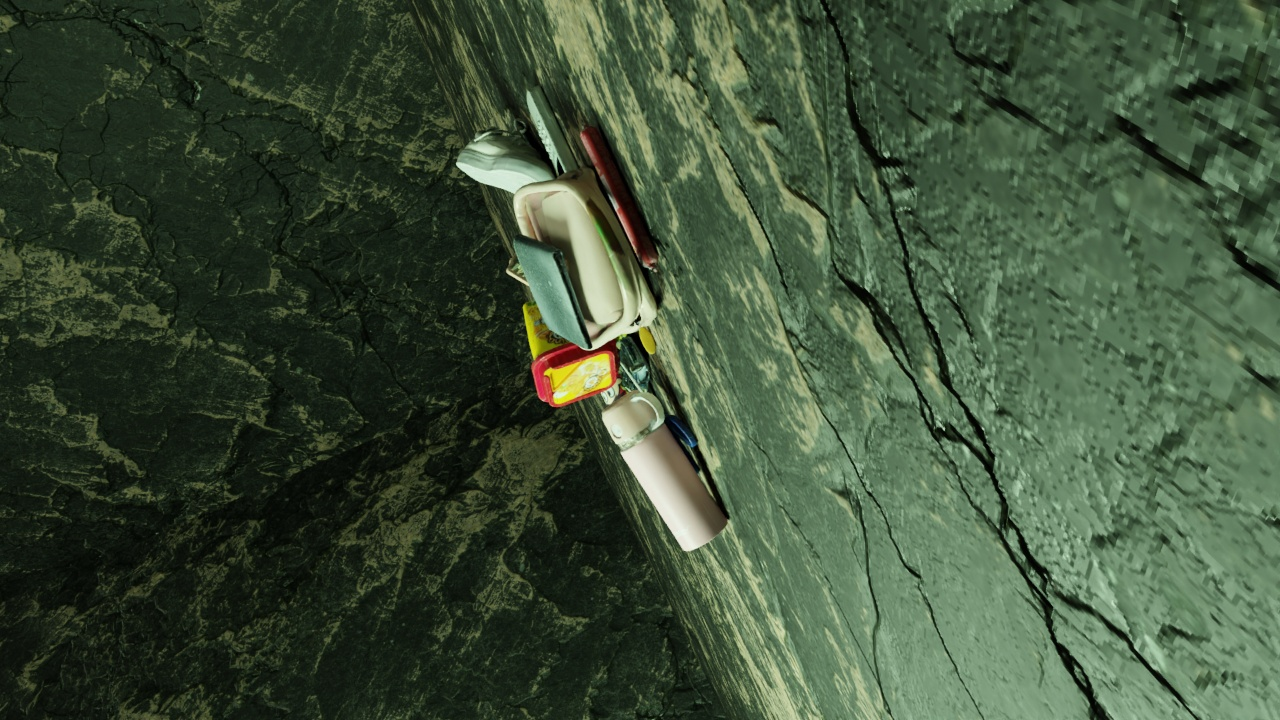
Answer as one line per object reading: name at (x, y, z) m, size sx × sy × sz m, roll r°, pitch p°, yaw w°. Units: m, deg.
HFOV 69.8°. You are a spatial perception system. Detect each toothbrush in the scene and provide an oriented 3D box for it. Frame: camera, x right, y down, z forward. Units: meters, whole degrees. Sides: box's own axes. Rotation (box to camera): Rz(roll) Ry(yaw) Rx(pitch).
toothbrush at (-0.024, -0.095, 1.068) m, size 0.018 × 0.016 × 0.191 m, roll -92°, pitch -23°, yaw -87°

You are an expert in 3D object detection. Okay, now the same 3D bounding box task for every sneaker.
sneaker at (-0.182, -0.298, 1.343) m, size 0.089 × 0.090 × 0.242 m, roll 34°, pitch 175°, yaw -39°

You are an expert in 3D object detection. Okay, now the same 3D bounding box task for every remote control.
remote control at (-0.098, -0.247, 1.082) m, size 0.058 × 0.021 × 0.150 m, roll 114°, pitch 132°, yaw -80°

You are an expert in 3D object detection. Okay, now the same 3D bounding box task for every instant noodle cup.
instant noodle cup at (-0.100, -0.022, 1.237) m, size 0.116 × 0.116 × 0.123 m, roll 86°, pitch 161°, yaw -56°

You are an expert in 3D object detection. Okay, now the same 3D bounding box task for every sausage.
sausage at (-0.019, -0.151, 0.850) m, size 0.020 × 0.020 × 0.156 m, roll 133°, pitch 112°, yaw -82°

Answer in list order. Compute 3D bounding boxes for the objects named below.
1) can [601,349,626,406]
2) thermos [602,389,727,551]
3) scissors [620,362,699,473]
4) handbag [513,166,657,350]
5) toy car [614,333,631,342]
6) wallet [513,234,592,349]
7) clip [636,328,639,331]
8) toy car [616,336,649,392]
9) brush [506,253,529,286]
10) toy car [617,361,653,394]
can at (-0.035, 0.044, 1.416) m, size 0.053 × 0.053 × 0.132 m, roll 88°, pitch 157°, yaw -71°
thermos at (0.033, 0.127, 1.104) m, size 0.087 × 0.067 × 0.198 m, roll -28°, pitch 94°, yaw 45°
scissors at (0.029, 0.076, 1.147) m, size 0.175 × 0.012 × 0.162 m, roll 59°, pitch 166°, yaw -16°
handbag at (-0.044, -0.108, 0.937) m, size 0.193 × 0.093 × 0.234 m, roll 66°, pitch 168°, yaw -9°
toy car at (-0.040, -0.057, 1.233) m, size 0.105 × 0.032 × 0.048 m, roll 59°, pitch 170°, yaw 32°
wallet at (-0.093, -0.073, 0.982) m, size 0.097 × 0.019 × 0.121 m, roll 30°, pitch 144°, yaw 55°
clip at (-0.045, -0.069, 1.093) m, size 0.104 × 0.084 × 0.035 m, roll 56°, pitch 174°, yaw -6°
toy car at (-0.007, 0.007, 1.198) m, size 0.049 × 0.031 × 0.106 m, roll 58°, pitch 168°, yaw 27°
brush at (-0.116, -0.113, 1.301) m, size 0.145 × 0.063 × 0.073 m, roll 31°, pitch 157°, yaw -16°
toy car at (-0.008, 0.035, 1.279) m, size 0.090 × 0.035 × 0.042 m, roll -122°, pitch 12°, yaw -46°
